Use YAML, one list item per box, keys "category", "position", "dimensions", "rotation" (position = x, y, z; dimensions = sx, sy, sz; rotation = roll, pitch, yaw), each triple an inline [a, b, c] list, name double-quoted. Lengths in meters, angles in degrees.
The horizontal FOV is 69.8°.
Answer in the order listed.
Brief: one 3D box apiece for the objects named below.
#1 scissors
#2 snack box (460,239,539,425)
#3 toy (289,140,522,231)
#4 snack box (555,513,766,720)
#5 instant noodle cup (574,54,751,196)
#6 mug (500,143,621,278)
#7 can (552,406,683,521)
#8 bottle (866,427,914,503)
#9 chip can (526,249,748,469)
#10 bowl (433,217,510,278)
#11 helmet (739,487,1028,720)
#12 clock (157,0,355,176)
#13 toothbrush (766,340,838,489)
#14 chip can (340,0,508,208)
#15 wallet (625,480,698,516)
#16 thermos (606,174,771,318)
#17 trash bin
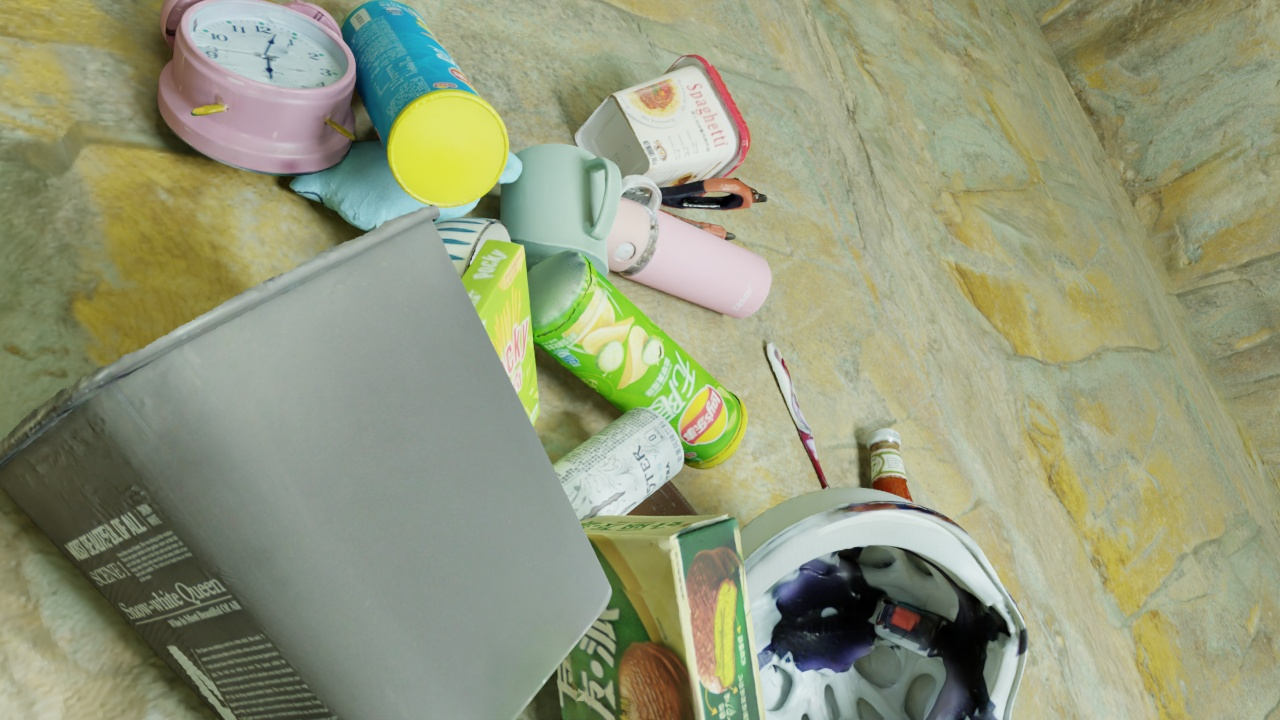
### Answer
- category: "scissors"
  position: [0.014, -0.143, 0.816]
  dimensions: [0.197, 0.213, 0.015]
  rotation: [59, 22, -65]
- category: "snack box"
  position: [-0.094, 0.010, 0.581]
  dimensions: [0.026, 0.157, 0.085]
  rotation: [11, 45, 10]
- category: "toy"
  position: [-0.160, -0.131, 0.647]
  dimensions: [0.161, 0.050, 0.156]
  rotation: [1, 40, -18]
- category: "snack box"
  position: [0.013, 0.213, 0.537]
  dimensions: [0.063, 0.115, 0.240]
  rotation: [-7, 89, -46]
- category: "instant noodle cup"
  position: [0.017, -0.206, 0.851]
  dimensions: [0.124, 0.117, 0.116]
  rotation: [-24, 85, -37]
- category: "mug"
  position: [-0.057, -0.105, 0.703]
  dimensions: [0.082, 0.112, 0.106]
  rotation: [23, 54, -42]
- category: "can"
  position: [-0.037, 0.090, 0.626]
  dimensions: [0.146, 0.058, 0.058]
  rotation: [-34, 93, -37]
- category: "bottle"
  position: [0.251, 0.161, 0.903]
  dimensions: [0.059, 0.060, 0.205]
  rotation: [28, 47, -32]
- category: "chip can"
  position: [-0.004, 0.004, 0.689]
  dimensions: [0.221, 0.073, 0.072]
  rotation: [41, 42, -39]
- category: "bowl"
  position: [-0.131, -0.039, 0.606]
  dimensions: [0.066, 0.117, 0.116]
  rotation: [10, 48, 8]
- category: "helmet"
  position: [0.141, 0.197, 0.660]
  dimensions: [0.146, 0.229, 0.259]
  rotation: [-115, -171, -75]
- category: "clock"
  position: [-0.241, -0.188, 0.584]
  dimensions: [0.117, 0.060, 0.158]
  rotation: [-1, 47, -32]
- category: "toothbrush"
  position: [0.163, 0.066, 0.900]
  dimensions: [0.016, 0.017, 0.187]
  rotation: [-8, 73, -49]
- category: "chip can"
  position: [-0.150, -0.178, 0.609]
  dimensions: [0.071, 0.071, 0.210]
  rotation: [21, 22, -37]
- category: "wallet"
  position: [0.018, 0.141, 0.696]
  dimensions: [0.124, 0.032, 0.101]
  rotation: [49, 39, -13]
- category: "thermos"
  position: [0.034, -0.101, 0.816]
  dimensions: [0.198, 0.087, 0.067]
  rotation: [19, 30, -39]
- category: "trash bin"
  position: [-0.150, 0.076, 0.448]
  dimensions: [0.198, 0.200, 0.220]
  rotation: [-41, 105, -48]
